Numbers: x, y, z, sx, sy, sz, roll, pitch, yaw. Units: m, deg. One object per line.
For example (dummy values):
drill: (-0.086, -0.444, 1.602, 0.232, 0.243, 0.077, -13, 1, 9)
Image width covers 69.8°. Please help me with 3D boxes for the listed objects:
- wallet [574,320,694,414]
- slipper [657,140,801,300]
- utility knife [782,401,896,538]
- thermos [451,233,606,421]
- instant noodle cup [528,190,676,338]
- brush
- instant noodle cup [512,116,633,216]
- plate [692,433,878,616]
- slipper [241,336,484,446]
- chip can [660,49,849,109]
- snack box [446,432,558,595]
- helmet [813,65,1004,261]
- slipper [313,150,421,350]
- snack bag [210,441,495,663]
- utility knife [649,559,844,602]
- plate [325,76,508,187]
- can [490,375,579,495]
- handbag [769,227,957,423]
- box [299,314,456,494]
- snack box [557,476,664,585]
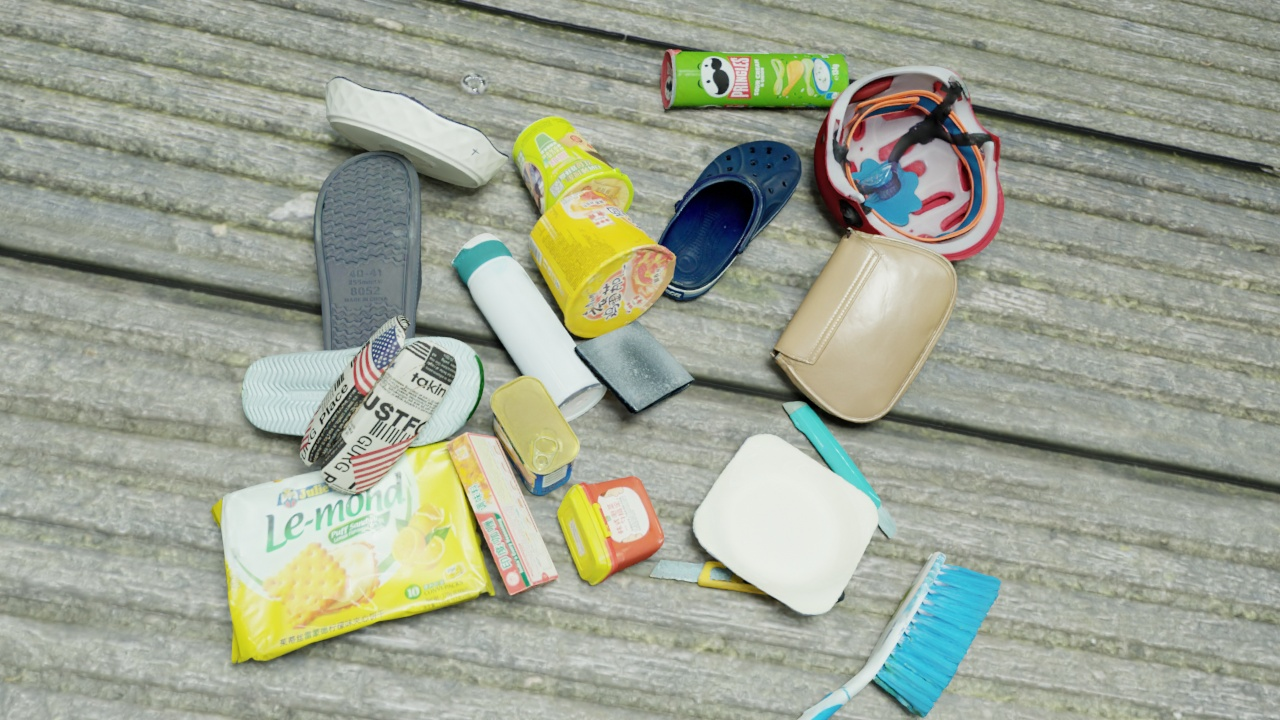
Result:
wallet: (-0.006, 0.006, 0.981, 0.097, 0.019, 0.120, 46, 34, 14)
slipper: (0.098, -0.181, 1.075, 0.105, 0.095, 0.252, 37, 69, 6)
utility knife: (0.217, 0.115, 0.995, 0.029, 0.013, 0.182, -30, 71, -17)
thermos: (-0.123, -0.040, 0.990, 0.073, 0.073, 0.224, -29, 72, -20)
instant noodle cup: (-0.049, -0.110, 1.001, 0.137, 0.138, 0.109, -27, 63, -19)
brush: (0.230, 0.312, 0.887, 0.109, 0.061, 0.313, 34, 67, 14)
instant noodle cup: (-0.087, -0.214, 1.058, 0.111, 0.112, 0.123, -25, 64, -19)
plate: (0.146, 0.169, 0.938, 0.163, 0.034, 0.163, 34, 55, 12)
slipper: (-0.271, 0.032, 0.906, 0.245, 0.074, 0.104, -2, 91, 8)
chip can: (0.147, -0.360, 1.177, 0.236, 0.072, 0.072, -3, 65, -10)
snack box: (-0.131, 0.145, 0.882, 0.027, 0.077, 0.155, -28, 77, 8)
helmet: (0.309, -0.217, 1.098, 0.206, 0.144, 0.240, -26, 88, -12)
slipper: (-0.289, -0.089, 0.986, 0.110, 0.083, 0.268, 0, 84, -7)
snack bag: (-0.265, 0.178, 0.862, 0.246, 0.068, 0.158, -13, 68, -14)
utility knife: (0.110, 0.223, 0.927, 0.202, 0.015, 0.033, 8, 61, -5)
plate: (-0.249, -0.243, 1.002, 0.205, 0.205, 0.045, 20, 89, 1)
can: (-0.108, 0.078, 0.924, 0.057, 0.083, 0.102, -28, 72, -20)
handbag: (0.245, -0.038, 1.006, 0.148, 0.099, 0.204, 32, 93, 1)
box: (-0.246, 0.037, 0.842, 0.162, 0.075, 0.086, -53, 51, 5)
snack box: (-0.027, 0.162, 0.901, 0.080, 0.082, 0.091, -14, 68, -25)
